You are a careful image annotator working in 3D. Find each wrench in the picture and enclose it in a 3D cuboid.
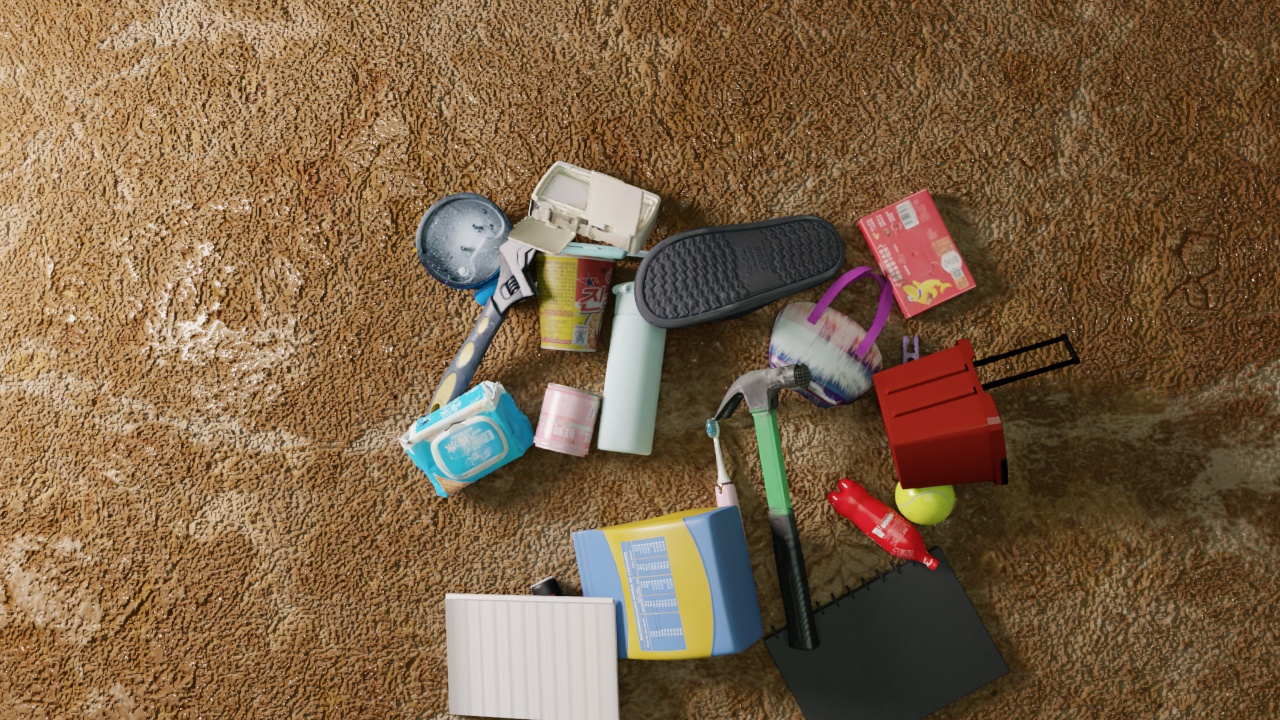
[{"bbox_3d":[-0.187,-0.033,1.087,0.073,0.022,0.274,41,110,24],"label":"wrench"}]

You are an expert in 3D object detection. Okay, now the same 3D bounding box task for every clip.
[{"bbox_3d":[0.320,-0.005,1.093,0.036,0.013,0.052,-1,82,3],"label":"clip"}]

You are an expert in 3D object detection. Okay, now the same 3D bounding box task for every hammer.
[{"bbox_3d":[0.159,0.168,1.046,0.130,0.032,0.318,-13,86,45],"label":"hammer"}]

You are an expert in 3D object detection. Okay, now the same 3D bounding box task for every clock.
[{"bbox_3d":[-0.195,-0.132,1.121,0.161,0.060,0.116,34,87,5],"label":"clock"}]

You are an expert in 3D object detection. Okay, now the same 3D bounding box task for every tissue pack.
[{"bbox_3d":[-0.203,0.092,1.085,0.144,0.061,0.093,-30,110,0],"label":"tissue pack"}]

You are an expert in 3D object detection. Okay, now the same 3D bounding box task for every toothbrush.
[{"bbox_3d":[0.105,0.178,1.085,0.027,0.026,0.222,-15,83,30],"label":"toothbrush"}]

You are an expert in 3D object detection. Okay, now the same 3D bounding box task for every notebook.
[{"bbox_3d":[0.280,0.336,1.061,0.231,0.019,0.169,-29,84,1],"label":"notebook"},{"bbox_3d":[-0.128,0.346,1.071,0.210,0.009,0.142,-2,90,15],"label":"notebook"}]

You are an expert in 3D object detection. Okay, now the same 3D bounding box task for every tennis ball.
[{"bbox_3d":[0.326,0.155,1.050,0.065,0.065,0.065,0,85,4],"label":"tennis ball"}]

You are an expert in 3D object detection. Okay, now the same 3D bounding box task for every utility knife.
[{"bbox_3d":[-0.042,-0.133,1.132,0.158,0.015,0.022,5,53,4],"label":"utility knife"}]

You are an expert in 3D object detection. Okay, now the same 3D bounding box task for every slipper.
[{"bbox_3d":[0.111,-0.104,1.091,0.267,0.083,0.110,-16,81,-16],"label":"slipper"}]

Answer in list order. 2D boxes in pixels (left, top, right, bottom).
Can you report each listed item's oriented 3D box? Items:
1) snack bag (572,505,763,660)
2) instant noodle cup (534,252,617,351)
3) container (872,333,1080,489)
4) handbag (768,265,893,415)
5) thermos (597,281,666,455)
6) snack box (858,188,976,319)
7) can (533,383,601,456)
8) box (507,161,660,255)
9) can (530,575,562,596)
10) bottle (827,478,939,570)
[{"bbox_3d":[0.021,0.259,1.054,0.206,0.102,0.159,-14,83,26],"label":"snack bag"},{"bbox_3d":[-0.079,-0.069,1.094,0.100,0.100,0.112,3,93,5],"label":"instant noodle cup"},{"bbox_3d":[0.370,0.053,1.005,0.201,0.127,0.147,-14,42,13],"label":"container"},{"bbox_3d":[0.236,-0.035,1.082,0.144,0.068,0.169,35,82,8],"label":"handbag"},{"bbox_3d":[-0.006,0.006,1.090,0.077,0.065,0.206,11,84,-33],"label":"thermos"},{"bbox_3d":[0.330,-0.127,1.098,0.089,0.021,0.133,-25,83,2],"label":"snack box"},{"bbox_3d":[-0.087,0.071,1.089,0.067,0.067,0.076,13,85,5],"label":"can"},{"bbox_3d":[-0.056,-0.185,1.055,0.145,0.186,0.101,19,120,3],"label":"box"},{"bbox_3d":[-0.101,0.298,1.087,0.031,0.031,0.080,-25,83,2],"label":"can"},{"bbox_3d":[0.281,0.191,1.056,0.141,0.042,0.042,38,88,14],"label":"bottle"}]
